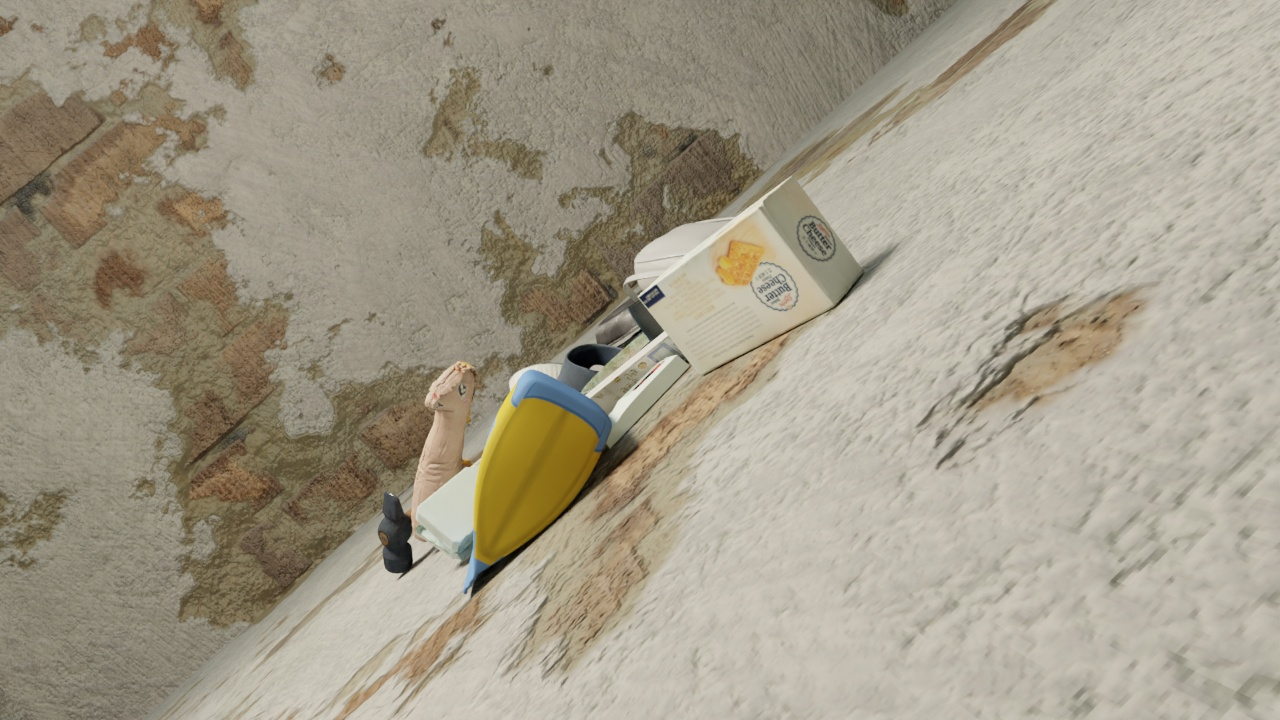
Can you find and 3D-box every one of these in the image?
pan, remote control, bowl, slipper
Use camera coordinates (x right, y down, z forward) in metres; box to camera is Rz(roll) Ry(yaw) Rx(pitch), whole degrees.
[{"bbox_3d":[0.027,-0.080,1.415,0.187,0.055,0.357,-39,8,-16],"label":"pan"},{"bbox_3d":[-0.001,0.017,1.057,0.136,0.050,0.011,-39,44,20],"label":"remote control"},{"bbox_3d":[-0.147,0.059,1.450,0.118,0.118,0.062,-36,51,40],"label":"bowl"},{"bbox_3d":[-0.007,0.007,1.184,0.157,0.038,0.157,-40,7,5],"label":"bowl"},{"bbox_3d":[-0.061,0.005,1.334,0.264,0.082,0.101,-37,6,29],"label":"slipper"},{"bbox_3d":[-0.005,0.043,0.994,0.143,0.024,0.050,-45,7,-28],"label":"remote control"}]

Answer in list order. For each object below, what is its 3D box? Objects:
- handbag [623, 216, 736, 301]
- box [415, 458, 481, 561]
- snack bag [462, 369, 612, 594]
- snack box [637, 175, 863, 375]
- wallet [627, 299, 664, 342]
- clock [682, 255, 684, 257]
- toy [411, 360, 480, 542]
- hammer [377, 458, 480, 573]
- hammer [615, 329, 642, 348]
[{"bbox_3d":[0.109,-0.136,1.240,0.223,0.095,0.215,-3,23,41],"label":"handbag"},{"bbox_3d":[-0.165,0.142,1.053,0.083,0.066,0.198,15,40,31],"label":"box"},{"bbox_3d":[-0.119,0.119,0.906,0.205,0.102,0.159,-61,7,-1],"label":"snack bag"},{"bbox_3d":[0.093,-0.069,0.835,0.057,0.104,0.208,-42,6,-34],"label":"snack box"},{"bbox_3d":[0.041,-0.049,1.065,0.026,0.089,0.115,-39,3,-40],"label":"wallet"},{"bbox_3d":[0.087,-0.082,0.963,0.123,0.094,0.035,-13,20,39],"label":"clock"},{"bbox_3d":[-0.248,0.116,1.233,0.195,0.065,0.265,-35,-38,-67],"label":"toy"},{"bbox_3d":[-0.260,0.177,1.366,0.320,0.040,0.129,-36,-40,-46],"label":"hammer"},{"bbox_3d":[0.069,-0.111,1.573,0.147,0.028,0.315,-32,12,45],"label":"hammer"}]
